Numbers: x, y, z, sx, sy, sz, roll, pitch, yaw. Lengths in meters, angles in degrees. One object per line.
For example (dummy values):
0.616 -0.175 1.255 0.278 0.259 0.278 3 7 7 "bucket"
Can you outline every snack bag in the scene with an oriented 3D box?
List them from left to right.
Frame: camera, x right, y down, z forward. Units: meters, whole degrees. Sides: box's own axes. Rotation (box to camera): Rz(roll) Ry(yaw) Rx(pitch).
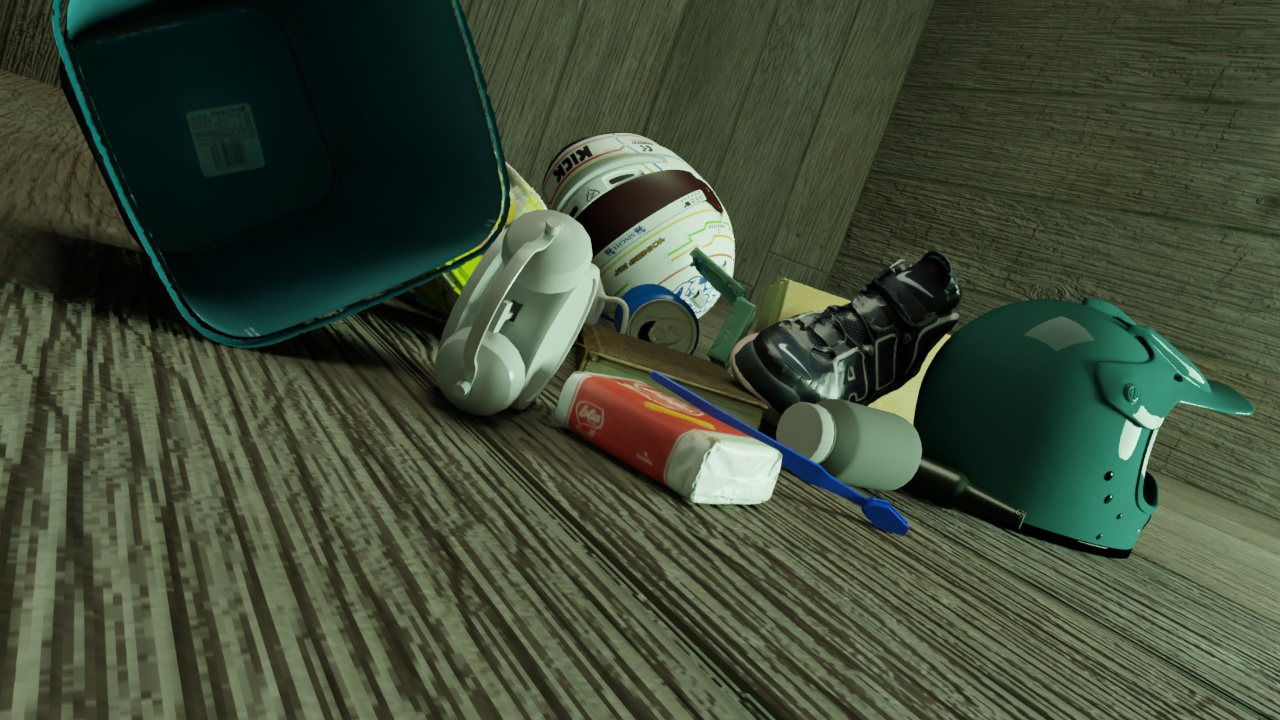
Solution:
0.014 0.043 0.523 0.116 0.036 0.077 26 9 39 "snack bag"

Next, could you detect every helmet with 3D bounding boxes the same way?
0.012 -0.160 1.280 0.236 0.231 0.314 60 15 17 "helmet"
0.376 0.048 0.796 0.274 0.200 0.176 17 8 -20 "helmet"

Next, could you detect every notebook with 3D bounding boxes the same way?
-0.003 0.005 0.773 0.190 0.034 0.215 19 6 -8 "notebook"

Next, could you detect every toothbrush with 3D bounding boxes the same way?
0.086 0.057 0.564 0.186 0.016 0.011 31 14 -5 "toothbrush"

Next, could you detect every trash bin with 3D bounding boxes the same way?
-0.228 -0.138 0.546 0.198 0.197 0.219 -28 27 -31 "trash bin"

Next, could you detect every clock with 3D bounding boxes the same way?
-0.072 -0.027 0.520 0.061 0.120 0.159 29 -3 4 "clock"

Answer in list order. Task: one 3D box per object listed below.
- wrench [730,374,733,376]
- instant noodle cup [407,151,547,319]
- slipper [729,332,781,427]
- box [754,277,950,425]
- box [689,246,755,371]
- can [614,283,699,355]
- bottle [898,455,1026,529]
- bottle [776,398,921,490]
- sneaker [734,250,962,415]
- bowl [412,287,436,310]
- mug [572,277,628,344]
0.033 -0.005 1.058 0.273 0.009 0.047 20 7 3 "wrench"
-0.133 -0.096 0.707 0.146 0.097 0.146 41 -16 14 "instant noodle cup"
0.174 0.004 0.891 0.221 0.056 0.106 -11 58 -38 "slipper"
0.248 0.010 1.004 0.249 0.128 0.092 19 -3 -10 "box"
0.077 -0.049 0.969 0.112 0.078 0.187 49 3 4 "box"
0.015 -0.037 0.962 0.079 0.079 0.146 19 7 -7 "can"
0.239 0.099 0.722 0.123 0.033 0.033 24 8 28 "bottle"
0.151 0.060 0.667 0.108 0.060 0.060 14 9 -37 "bottle"
0.196 -0.029 0.770 0.251 0.151 0.097 -14 59 -47 "sneaker"
-0.171 -0.069 0.834 0.121 0.046 0.121 19 7 -3 "bowl"
-0.065 -0.057 0.902 0.124 0.076 0.090 21 7 20 "mug"
